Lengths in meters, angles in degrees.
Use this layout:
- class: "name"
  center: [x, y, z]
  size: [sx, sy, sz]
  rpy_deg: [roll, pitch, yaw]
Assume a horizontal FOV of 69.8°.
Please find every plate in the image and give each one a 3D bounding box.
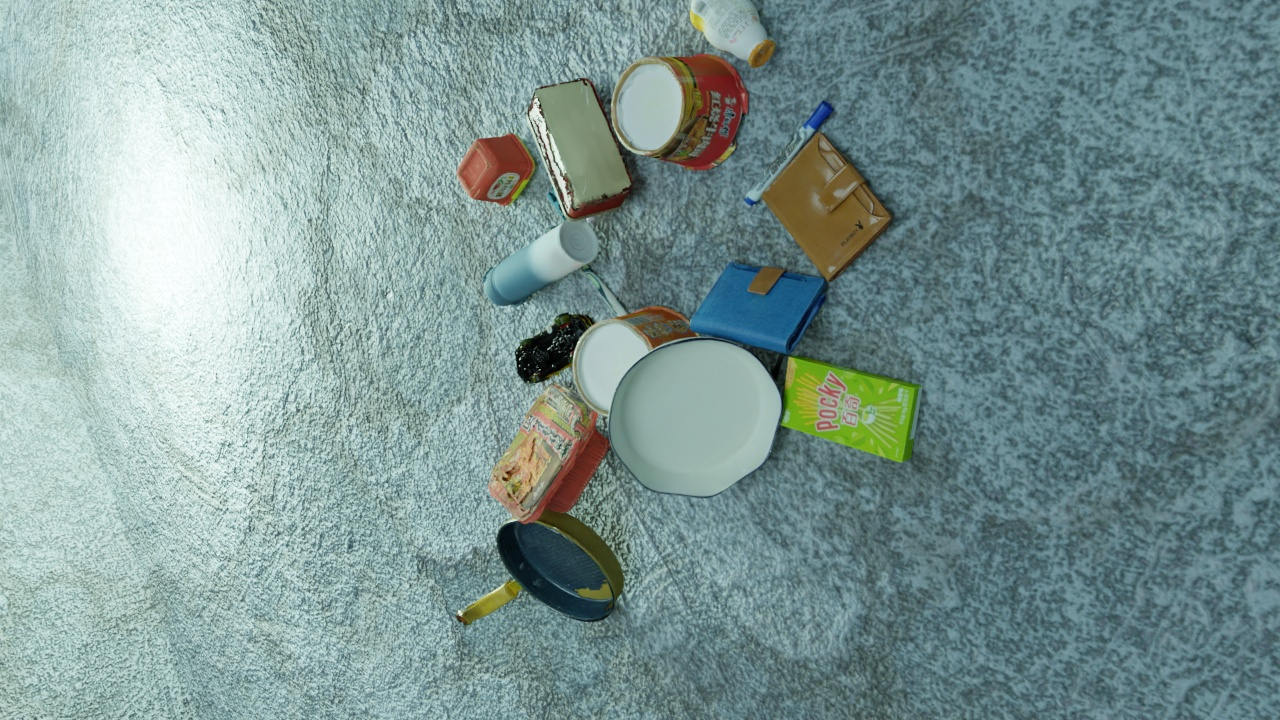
- class: "plate"
  center: [0.062, 0.063, 1.074]
  size: [0.045, 0.204, 0.205]
  rpy_deg: [-107, 29, -66]

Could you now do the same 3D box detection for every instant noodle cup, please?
- class: "instant noodle cup"
  center: [-0.007, 0.007, 1.154]
  size: [0.152, 0.111, 0.151]
  rpy_deg: [2, 94, 30]
- class: "instant noodle cup"
  center: [0.038, -0.295, 1.078]
  size: [0.138, 0.108, 0.138]
  rpy_deg: [8, 103, 40]
- class: "instant noodle cup"
  center: [-0.121, 0.134, 1.265]
  size: [0.188, 0.079, 0.164]
  rpy_deg: [-58, 31, -3]

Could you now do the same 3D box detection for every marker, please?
- class: "marker"
  center: [0.166, -0.232, 1.042]
  size: [0.017, 0.016, 0.146]
  rpy_deg: [54, 127, 19]

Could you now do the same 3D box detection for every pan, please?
- class: "pan"
  center: [-0.169, 0.329, 1.353]
  size: [0.197, 0.078, 0.359]
  rpy_deg: [49, 137, -8]

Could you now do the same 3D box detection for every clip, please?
- class: "clip"
  center: [-0.111, -0.219, 1.282]
  size: [0.056, 0.014, 0.041]
  rpy_deg: [52, 126, 21]

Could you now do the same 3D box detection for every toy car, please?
- class: "toy car"
  center: [-0.123, -0.016, 1.310]
  size: [0.156, 0.041, 0.071]
  rpy_deg: [-28, 80, 38]

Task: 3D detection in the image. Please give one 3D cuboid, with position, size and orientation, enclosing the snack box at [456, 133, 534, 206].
- class: "snack box"
  center: [-0.210, -0.274, 1.313]
  size: [0.091, 0.080, 0.082]
  rpy_deg: [-46, 68, 36]

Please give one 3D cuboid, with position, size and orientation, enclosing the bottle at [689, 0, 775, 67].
- class: "bottle"
  center: [0.105, -0.378, 1.036]
  size: [0.108, 0.063, 0.063]
  rpy_deg: [52, 126, 21]

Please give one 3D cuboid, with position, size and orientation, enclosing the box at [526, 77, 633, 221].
- class: "box"
  center: [-0.079, -0.274, 1.179]
  size: [0.168, 0.091, 0.079]
  rpy_deg: [68, 161, 9]

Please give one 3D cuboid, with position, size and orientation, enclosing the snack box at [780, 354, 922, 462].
- class: "snack box"
  center: [0.233, 0.051, 1.030]
  size: [0.156, 0.026, 0.086]
  rpy_deg: [17, 108, 38]

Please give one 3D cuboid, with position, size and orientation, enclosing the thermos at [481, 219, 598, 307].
- class: "thermos"
  center: [-0.145, -0.130, 1.280]
  size: [0.221, 0.070, 0.070]
  rpy_deg: [-22, 83, 50]

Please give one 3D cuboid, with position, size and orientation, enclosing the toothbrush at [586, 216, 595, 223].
- class: "toothbrush"
  center: [-0.091, -0.277, 1.252]
  size: [0.029, 0.021, 0.189]
  rpy_deg: [159, 95, -79]

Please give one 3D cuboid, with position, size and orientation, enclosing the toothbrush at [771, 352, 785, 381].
- class: "toothbrush"
  center: [0.154, 0.039, 1.104]
  size: [0.012, 0.017, 0.186]
  rpy_deg: [26, 117, 17]

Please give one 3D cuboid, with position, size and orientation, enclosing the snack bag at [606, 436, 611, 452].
- class: "snack bag"
  center: [-0.010, 0.101, 1.244]
  size: [0.105, 0.026, 0.045]
  rpy_deg: [-6, 55, 42]

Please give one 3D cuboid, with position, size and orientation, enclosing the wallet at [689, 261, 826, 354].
- class: "wallet"
  center: [0.135, -0.062, 1.052]
  size: [0.133, 0.106, 0.040]
  rpy_deg: [16, 149, 36]

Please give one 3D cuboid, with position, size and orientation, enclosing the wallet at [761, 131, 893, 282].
- class: "wallet"
  center: [0.205, -0.169, 1.012]
  size: [0.108, 0.031, 0.131]
  rpy_deg: [-47, 69, 37]

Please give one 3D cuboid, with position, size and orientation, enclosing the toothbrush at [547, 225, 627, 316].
- class: "toothbrush"
  center: [-0.074, -0.121, 1.265]
  size: [0.191, 0.018, 0.016]
  rpy_deg: [52, 127, 23]
